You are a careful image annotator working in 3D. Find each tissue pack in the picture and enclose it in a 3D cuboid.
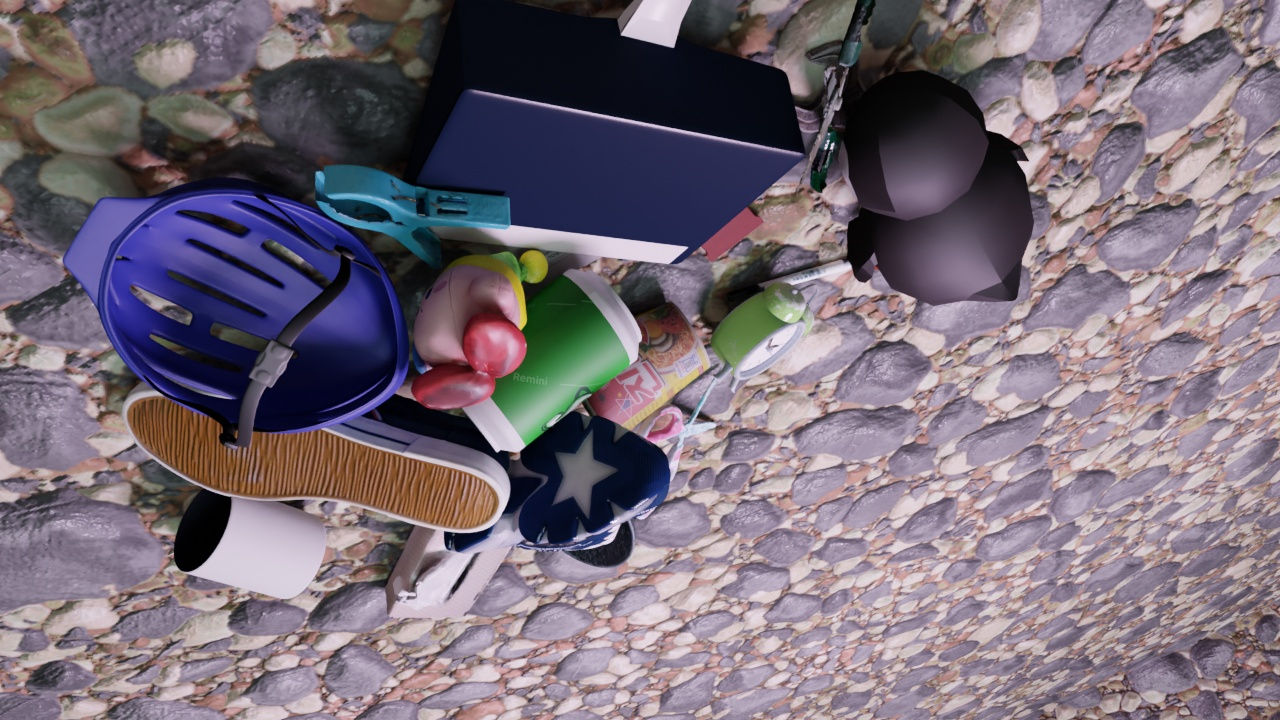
[{"bbox_3d":[-0.196,0.208,0.937,0.103,0.071,0.182,8,134,-33],"label":"tissue pack"}]

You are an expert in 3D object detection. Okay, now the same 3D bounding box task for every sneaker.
[{"bbox_3d":[-0.246,0.052,0.737,0.294,0.127,0.121,12,126,-9],"label":"sneaker"},{"bbox_3d":[-0.053,0.119,0.790,0.132,0.103,0.270,18,153,-38],"label":"sneaker"}]

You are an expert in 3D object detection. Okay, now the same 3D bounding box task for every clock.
[{"bbox_3d":[0.111,-0.027,0.822,0.119,0.042,0.094,-39,161,6],"label":"clock"}]

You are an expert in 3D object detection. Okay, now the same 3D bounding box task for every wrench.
[{"bbox_3d":[0.217,-0.178,0.752,0.273,0.010,0.070,18,125,-38],"label":"wrench"}]

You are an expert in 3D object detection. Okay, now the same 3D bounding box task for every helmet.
[{"bbox_3d":[-0.215,-0.017,0.563,0.241,0.228,0.148,32,89,-45],"label":"helmet"}]

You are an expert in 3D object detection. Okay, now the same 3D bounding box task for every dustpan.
[{"bbox_3d":[-0.013,-0.166,0.592,0.236,0.080,0.274,3,159,-28],"label":"dustpan"}]

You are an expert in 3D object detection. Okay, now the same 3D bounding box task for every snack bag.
[{"bbox_3d":[0.039,-0.134,0.714,0.057,0.013,0.158,-38,138,13],"label":"snack bag"}]

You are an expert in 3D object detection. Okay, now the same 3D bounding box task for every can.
[{"bbox_3d":[-0.074,0.000,0.698,0.139,0.088,0.088,-38,141,-11],"label":"can"}]

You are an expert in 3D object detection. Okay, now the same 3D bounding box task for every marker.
[{"bbox_3d":[0.150,-0.077,0.830,0.152,0.011,0.011,-16,139,-8],"label":"marker"}]

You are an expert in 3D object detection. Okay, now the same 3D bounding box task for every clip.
[{"bbox_3d":[-0.157,-0.093,0.588,0.097,0.026,0.116,-25,154,36],"label":"clip"}]

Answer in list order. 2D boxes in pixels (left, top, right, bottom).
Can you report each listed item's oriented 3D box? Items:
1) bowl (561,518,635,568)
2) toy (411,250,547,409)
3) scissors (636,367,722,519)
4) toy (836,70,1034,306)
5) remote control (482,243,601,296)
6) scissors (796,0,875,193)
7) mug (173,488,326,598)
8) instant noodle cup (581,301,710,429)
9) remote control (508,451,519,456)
[{"bbox_3d":[-0.050,0.136,0.915,0.057,0.137,0.137,-45,158,-43],"label":"bowl"},{"bbox_3d":[-0.111,-0.029,0.641,0.096,0.131,0.124,15,135,-28],"label":"toy"},{"bbox_3d":[0.030,0.083,0.886,0.170,0.013,0.177,-6,124,-63],"label":"scissors"},{"bbox_3d":[0.219,-0.130,0.685,0.159,0.140,0.184,-37,137,8],"label":"toy"},{"bbox_3d":[-0.088,-0.112,0.674,0.074,0.019,0.151,-28,140,6],"label":"remote control"},{"bbox_3d":[0.143,-0.200,0.627,0.201,0.015,0.205,2,108,-78],"label":"scissors"},{"bbox_3d":[-0.353,0.162,0.812,0.112,0.078,0.097,-13,148,33],"label":"mug"},{"bbox_3d":[-0.005,0.004,0.789,0.112,0.100,0.100,-31,140,-4],"label":"instant noodle cup"},{"bbox_3d":[-0.159,0.083,0.853,0.125,0.018,0.038,-13,139,-14],"label":"remote control"}]
